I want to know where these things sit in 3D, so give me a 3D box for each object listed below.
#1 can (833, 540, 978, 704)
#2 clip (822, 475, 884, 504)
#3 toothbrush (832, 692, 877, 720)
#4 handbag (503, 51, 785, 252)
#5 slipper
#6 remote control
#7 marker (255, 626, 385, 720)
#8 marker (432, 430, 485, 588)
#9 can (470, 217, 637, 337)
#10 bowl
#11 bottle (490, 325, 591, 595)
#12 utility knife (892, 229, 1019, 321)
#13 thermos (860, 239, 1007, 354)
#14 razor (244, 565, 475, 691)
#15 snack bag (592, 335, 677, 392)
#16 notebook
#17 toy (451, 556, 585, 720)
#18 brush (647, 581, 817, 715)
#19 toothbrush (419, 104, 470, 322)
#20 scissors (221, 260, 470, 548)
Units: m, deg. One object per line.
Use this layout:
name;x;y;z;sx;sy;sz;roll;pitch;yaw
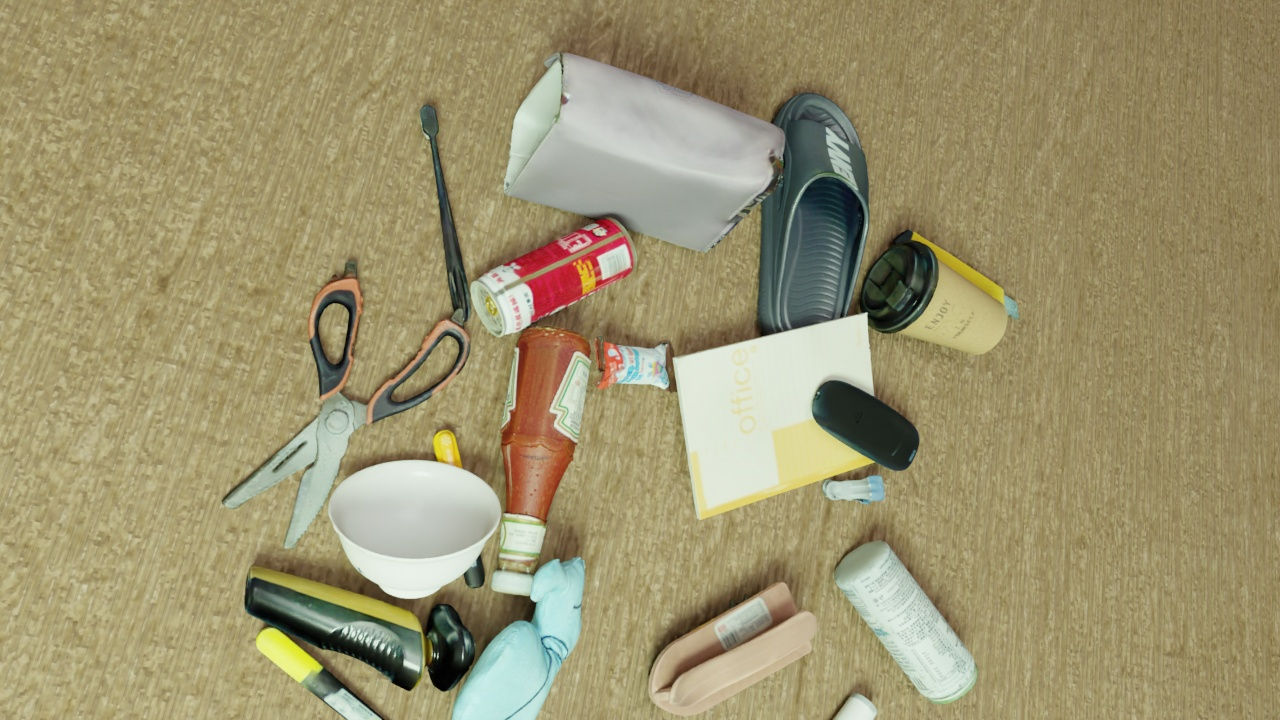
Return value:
can;0.238;0.234;0.822;0.058;0.058;0.146;-41;96;-26
clip;0.195;0.120;0.851;0.058;0.044;0.027;2;79;-18
toothbrush;0.125;0.368;0.761;0.027;0.026;0.220;33;61;28
handbag;0.001;-0.173;0.757;0.196;0.145;0.098;12;77;-22
slipper;0.176;-0.133;0.862;0.110;0.083;0.267;14;75;-22
remote control;0.214;0.062;0.846;0.136;0.024;0.053;29;83;-27
marker;-0.220;0.231;0.647;0.124;0.015;0.018;45;66;-12
marker;-0.139;0.114;0.706;0.018;0.015;0.124;-12;86;-21
can;-0.070;-0.069;0.753;0.132;0.053;0.053;-29;91;-26
bowl;-0.162;0.129;0.657;0.118;0.118;0.065;-3;118;-24
bottle;-0.082;0.077;0.716;0.059;0.060;0.206;13;77;-21
utility knife;0.331;-0.086;0.956;0.177;0.015;0.033;28;75;-18
thermos;0.285;-0.055;0.892;0.143;0.093;0.093;20;71;-26
razor;-0.199;0.185;0.650;0.167;0.062;0.067;24;40;-12
snack bag;-0.005;0.005;0.773;0.105;0.026;0.045;4;74;-48
notebook;0.128;0.046;0.821;0.206;0.010;0.146;-13;100;-26
toy;-0.088;0.224;0.664;0.155;0.050;0.162;-26;131;-56
brush;0.071;0.237;0.741;0.145;0.073;0.063;-21;88;-24
toothbrush;-0.159;-0.119;0.748;0.015;0.018;0.181;-9;85;-23
scissors;-0.217;0.027;0.689;0.188;0.015;0.224;-5;81;-22
